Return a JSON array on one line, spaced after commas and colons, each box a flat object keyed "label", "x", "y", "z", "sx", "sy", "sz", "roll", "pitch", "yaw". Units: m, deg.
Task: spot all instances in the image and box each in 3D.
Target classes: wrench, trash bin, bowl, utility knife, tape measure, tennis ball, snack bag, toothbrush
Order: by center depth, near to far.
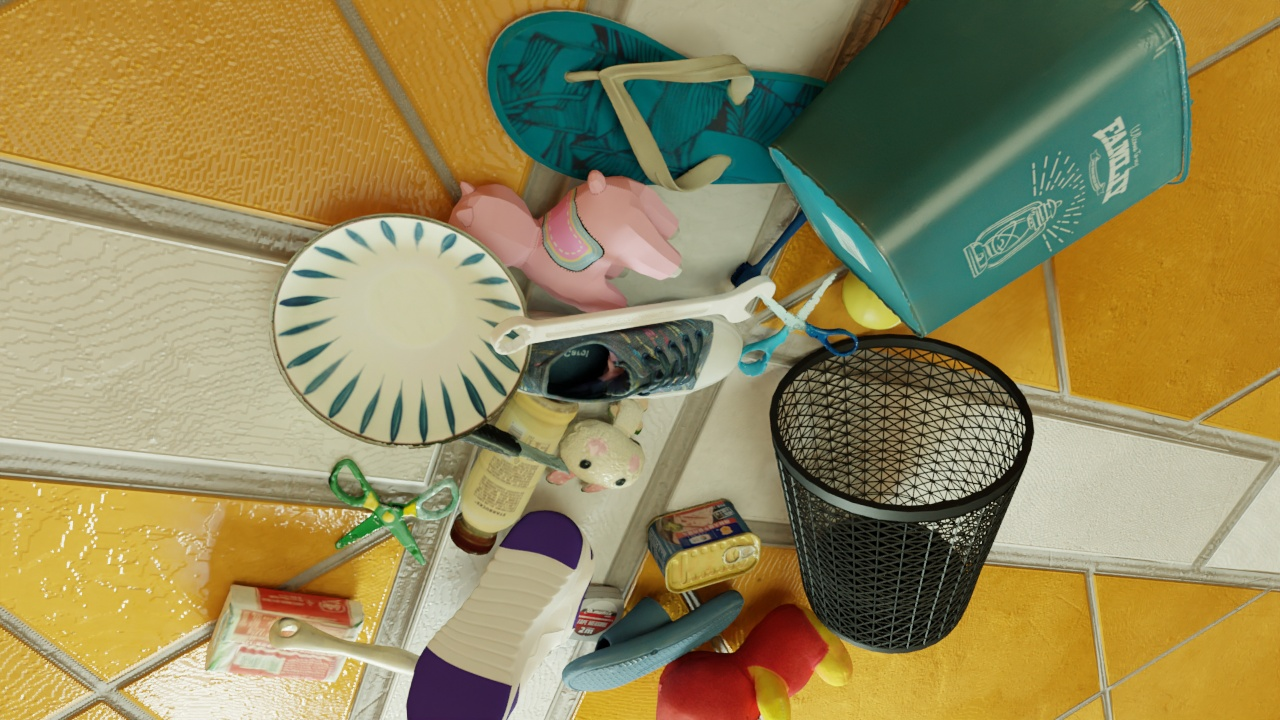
[{"label": "bowl", "x": -0.168, "y": -0.030, "z": 0.663, "sx": 0.177, "sy": 0.070, "sz": 0.177, "roll": -3, "pitch": 116, "yaw": -6}, {"label": "trash bin", "x": 0.237, "y": -0.156, "z": 0.678, "sx": 0.219, "sy": 0.199, "sz": 0.196, "roll": -39, "pitch": 139, "yaw": 6}, {"label": "wrench", "x": 0.005, "y": -0.035, "z": 0.693, "sx": 0.272, "sy": 0.009, "sz": 0.047, "roll": -11, "pitch": 145, "yaw": -40}, {"label": "utility knife", "x": -0.148, "y": 0.049, "z": 0.713, "sx": 0.203, "sy": 0.028, "sz": 0.020, "roll": 22, "pitch": 114, "yaw": -8}, {"label": "toothbrush", "x": 0.142, "y": -0.133, "z": 0.772, "sx": 0.190, "sy": 0.017, "sz": 0.016, "roll": -49, "pitch": 132, "yaw": 8}, {"label": "snack bag", "x": -0.308, "y": 0.238, "z": 0.795, "sx": 0.115, "sy": 0.036, "sz": 0.077, "roll": 17, "pitch": 111, "yaw": -29}, {"label": "tennis ball", "x": 0.212, "y": -0.060, "z": 0.813, "sx": 0.065, "sy": 0.065, "sz": 0.065, "roll": -10, "pitch": 122, "yaw": -17}, {"label": "trash bin", "x": 0.235, "y": 0.138, "z": 0.864, "sx": 0.216, "sy": 0.217, "sz": 0.244, "roll": -19, "pitch": 131, "yaw": -11}, {"label": "tape measure", "x": -0.050, "y": 0.253, "z": 0.920, "sx": 0.060, "sy": 0.020, "sz": 0.062, "roll": 20, "pitch": 111, "yaw": -36}]

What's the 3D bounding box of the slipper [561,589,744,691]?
[{"label": "slipper", "x": 0.012, "y": 0.280, "z": 0.936, "sx": 0.213, "sy": 0.059, "sz": 0.104, "roll": -14, "pitch": 147, "yaw": -31}]

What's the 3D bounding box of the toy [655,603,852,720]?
[{"label": "toy", "x": 0.110, "y": 0.337, "z": 0.977, "sx": 0.216, "sy": 0.147, "sz": 0.099, "roll": -25, "pitch": 87, "yaw": -6}]

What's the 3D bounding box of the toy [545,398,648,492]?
[{"label": "toy", "x": -0.032, "y": 0.080, "z": 0.810, "sx": 0.087, "sy": 0.050, "sz": 0.112, "roll": 34, "pitch": 108, "yaw": -34}]

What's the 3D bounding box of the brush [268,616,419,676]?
[{"label": "brush", "x": -0.208, "y": 0.266, "z": 0.818, "sx": 0.272, "sy": 0.062, "sz": 0.077, "roll": 30, "pitch": 92, "yaw": -43}]

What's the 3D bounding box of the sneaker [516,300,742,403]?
[{"label": "sneaker", "x": -0.004, "y": 0.004, "z": 0.739, "sx": 0.235, "sy": 0.079, "sz": 0.087, "roll": -2, "pitch": 117, "yaw": -34}]

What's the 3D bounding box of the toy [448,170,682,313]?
[{"label": "toy", "x": -0.055, "y": -0.093, "z": 0.671, "sx": 0.157, "sy": 0.067, "sz": 0.124, "roll": 25, "pitch": 136, "yaw": -31}]

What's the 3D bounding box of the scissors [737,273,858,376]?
[{"label": "scissors", "x": 0.142, "y": -0.028, "z": 0.816, "sx": 0.133, "sy": 0.014, "sz": 0.128, "roll": 18, "pitch": 125, "yaw": -19}]

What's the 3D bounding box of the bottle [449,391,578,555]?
[{"label": "bottle", "x": -0.111, "y": 0.091, "z": 0.776, "sx": 0.056, "sy": 0.056, "sz": 0.162, "roll": 18, "pitch": 111, "yaw": -30}]

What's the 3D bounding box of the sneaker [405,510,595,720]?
[{"label": "sneaker", "x": -0.117, "y": 0.251, "z": 0.821, "sx": 0.244, "sy": 0.092, "sz": 0.111, "roll": -60, "pitch": 160, "yaw": -8}]

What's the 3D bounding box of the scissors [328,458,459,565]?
[{"label": "scissors", "x": -0.208, "y": 0.127, "z": 0.772, "sx": 0.131, "sy": 0.011, "sz": 0.125, "roll": -21, "pitch": 120, "yaw": 9}]

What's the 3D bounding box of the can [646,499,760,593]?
[{"label": "can", "x": 0.061, "y": 0.180, "z": 0.898, "sx": 0.099, "sy": 0.059, "sz": 0.054, "roll": -12, "pitch": 123, "yaw": -15}]

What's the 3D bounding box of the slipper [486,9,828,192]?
[{"label": "slipper", "x": 0.032, "y": -0.175, "z": 0.676, "sx": 0.294, "sy": 0.060, "sz": 0.118, "roll": 2, "pitch": 121, "yaw": -23}]
